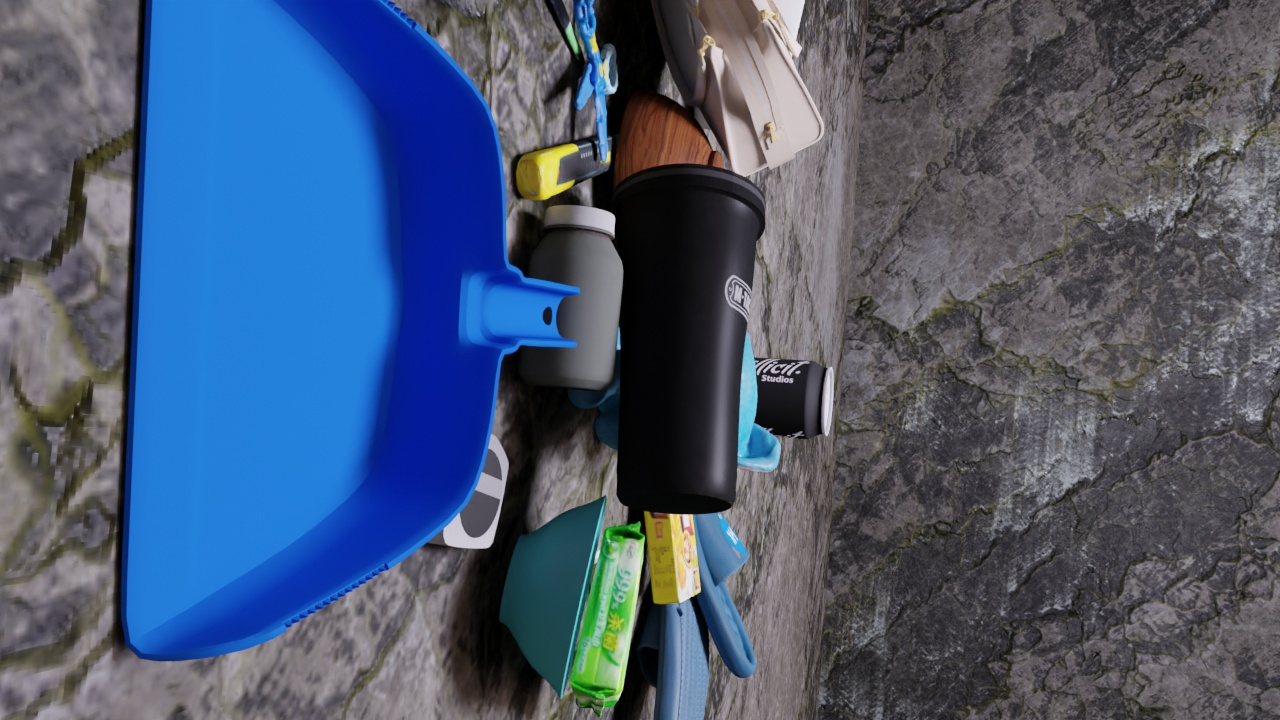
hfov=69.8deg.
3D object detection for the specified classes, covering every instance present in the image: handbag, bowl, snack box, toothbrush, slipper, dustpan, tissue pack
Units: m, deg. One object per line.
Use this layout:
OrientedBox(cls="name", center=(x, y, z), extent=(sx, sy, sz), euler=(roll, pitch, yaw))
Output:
OrientedBox(cls="handbag", center=(0.056, -0.271, 0.698), extent=(0.198, 0.101, 0.194), euler=(51, 17, -59))
OrientedBox(cls="bowl", center=(0.029, -0.136, 0.726), extent=(0.147, 0.069, 0.147), euler=(6, 89, -78))
OrientedBox(cls="snack box", center=(0.026, 0.136, 0.823), extent=(0.075, 0.025, 0.152), euler=(18, 65, -71))
OrientedBox(cls="toothbrush", center=(-0.058, -0.238, 0.545), extent=(0.188, 0.017, 0.014), euler=(58, 38, -64))
OrientedBox(cls="slipper", center=(0.078, 0.205, 0.905), extent=(0.103, 0.059, 0.213), euler=(24, 47, -77))
OrientedBox(cls="bowl", center=(-0.056, 0.137, 0.555), extent=(0.121, 0.046, 0.121), euler=(23, 79, -89))
OrientedBox(cls="slipper", center=(0.026, 0.280, 0.852), extent=(0.213, 0.059, 0.104), euler=(-82, 156, -53))
OrientedBox(cls="dustpan", center=(-0.096, -0.025, 0.405), extent=(0.257, 0.059, 0.245), euler=(-1, 95, -74))
OrientedBox(cls="tissue pack", center=(-0.021, 0.171, 0.605), extent=(0.100, 0.034, 0.113), euler=(97, 3, -64))

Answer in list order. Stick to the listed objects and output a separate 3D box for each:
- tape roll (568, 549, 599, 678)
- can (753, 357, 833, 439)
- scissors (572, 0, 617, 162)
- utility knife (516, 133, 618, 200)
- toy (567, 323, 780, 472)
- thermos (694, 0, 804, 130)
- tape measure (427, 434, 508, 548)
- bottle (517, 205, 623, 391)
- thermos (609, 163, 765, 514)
OrientedBox(cls="tape roll", center=(-0.042, 0.186, 0.677), extent=(0.094, 0.019, 0.094), euler=(4, 89, -72))
OrientedBox(cls="can", center=(0.121, 0.037, 0.947), extent=(0.080, 0.146, 0.080), euler=(4, 89, -72))
OrientedBox(cls="scissors", center=(-0.031, -0.197, 0.628), extent=(0.125, 0.016, 0.125), euler=(-15, 101, -74))
OrientedBox(cls="utility knife", center=(-0.038, -0.139, 0.628), extent=(0.197, 0.020, 0.029), euler=(-50, 142, -64))
OrientedBox(cls="toy", center=(0.014, 0.028, 0.685), extent=(0.180, 0.183, 0.115), euler=(-22, 159, -48))
OrientedBox(cls="thermos", center=(0.102, -0.334, 0.870), extent=(0.131, 0.131, 0.222), euler=(-47, 145, -63))
OrientedBox(cls="tape measure", center=(-0.094, 0.069, 0.494), extent=(0.065, 0.017, 0.064), euler=(46, 51, -67))
OrientedBox(cls="bottle", center=(-0.042, -0.037, 0.564), extent=(0.060, 0.060, 0.108), euler=(16, 79, -72))
OrientedBox(cls="thermos", center=(0.027, -0.015, 0.594), extent=(0.106, 0.106, 0.218), euler=(52, 39, -64))
